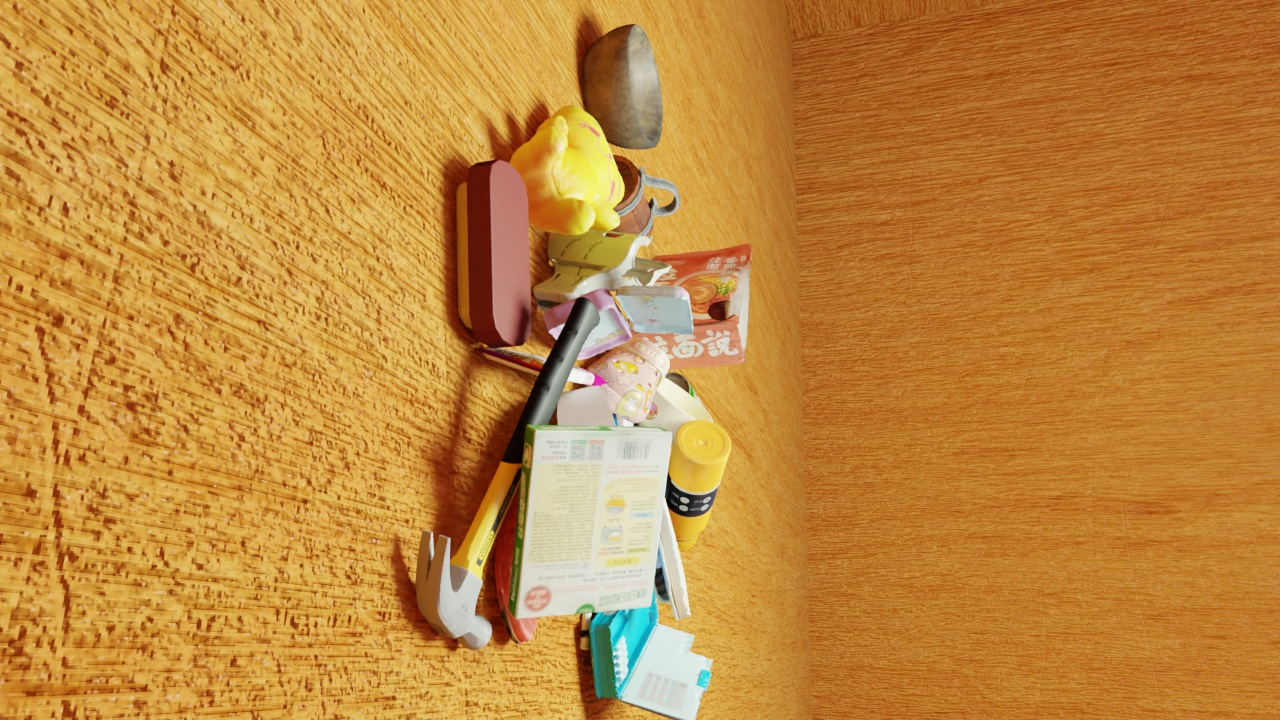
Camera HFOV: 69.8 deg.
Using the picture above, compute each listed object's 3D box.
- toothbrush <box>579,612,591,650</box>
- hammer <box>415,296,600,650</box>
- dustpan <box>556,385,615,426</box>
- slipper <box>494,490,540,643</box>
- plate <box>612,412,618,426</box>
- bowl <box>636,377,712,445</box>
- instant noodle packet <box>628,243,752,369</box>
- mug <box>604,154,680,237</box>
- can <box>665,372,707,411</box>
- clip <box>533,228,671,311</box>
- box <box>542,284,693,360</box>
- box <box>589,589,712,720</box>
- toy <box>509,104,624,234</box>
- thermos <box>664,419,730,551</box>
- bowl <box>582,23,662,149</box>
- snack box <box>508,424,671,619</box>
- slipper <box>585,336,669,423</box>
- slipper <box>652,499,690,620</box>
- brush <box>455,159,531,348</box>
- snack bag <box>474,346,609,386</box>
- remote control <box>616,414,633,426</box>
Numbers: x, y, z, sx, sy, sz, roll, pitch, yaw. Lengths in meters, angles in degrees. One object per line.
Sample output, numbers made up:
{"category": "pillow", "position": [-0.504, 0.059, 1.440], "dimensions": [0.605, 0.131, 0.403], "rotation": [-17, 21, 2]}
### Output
{"category": "toothbrush", "position": [-0.056, 0.246, 1.085], "dimensions": [0.012, 0.017, 0.186], "rotation": [72, 20, -65]}
{"category": "hammer", "position": [-0.106, 0.081, 0.803], "dimensions": [0.322, 0.029, 0.127], "rotation": [-67, 154, -25]}
{"category": "dustpan", "position": [-0.055, 0.126, 0.964], "dimensions": [0.258, 0.053, 0.191], "rotation": [142, -62, -80]}
{"category": "slipper", "position": [-0.088, 0.168, 0.934], "dimensions": [0.248, 0.059, 0.104], "rotation": [-77, 156, -47]}
{"category": "plate", "position": [-0.024, 0.176, 1.116], "dimensions": [0.224, 0.024, 0.224], "rotation": [169, -88, -86]}
{"category": "bowl", "position": [0.033, 0.081, 1.300], "dimensions": [0.074, 0.118, 0.117], "rotation": [-53, 167, 12]}
{"category": "instant noodle packet", "position": [0.080, -0.092, 1.354], "dimensions": [0.220, 0.165, 0.084], "rotation": [-76, 153, -45]}
{"category": "mug", "position": [-0.011, -0.206, 1.179], "dimensions": [0.111, 0.117, 0.081], "rotation": [57, 15, -64]}
{"category": "can", "position": [0.061, 0.073, 1.418], "dimensions": [0.121, 0.067, 0.067], "rotation": [56, 34, -58]}
{"category": "clip", "position": [-0.056, -0.112, 1.014], "dimensions": [0.151, 0.127, 0.105], "rotation": [-24, 118, -47]}
{"category": "box", "position": [-0.017, -0.043, 0.996], "dimensions": [0.214, 0.151, 0.040], "rotation": [60, 21, -81]}
{"category": "box", "position": [0.007, 0.355, 1.140], "dimensions": [0.168, 0.087, 0.227], "rotation": [51, 14, 3]}
{"category": "toy", "position": [-0.079, -0.199, 1.005], "dimensions": [0.134, 0.088, 0.193], "rotation": [60, 22, -18]}
{"category": "thermos", "position": [0.075, 0.181, 1.296], "dimensions": [0.091, 0.076, 0.233], "rotation": [-25, 146, -28]}
{"category": "bowl", "position": [-0.025, -0.363, 1.235], "dimensions": [0.162, 0.070, 0.162], "rotation": [-4, 90, -73]}
{"category": "snack box", "position": [-0.044, 0.140, 0.809], "dimensions": [0.027, 0.131, 0.168], "rotation": [22, -73, 61]}
{"category": "slipper", "position": [-0.007, 0.007, 1.153], "dimensions": [0.082, 0.093, 0.197], "rotation": [-54, -179, 19]}
{"category": "slipper", "position": [0.017, 0.213, 1.199], "dimensions": [0.272, 0.054, 0.115], "rotation": [-104, -177, -46]}
{"category": "brush", "position": [-0.139, -0.098, 0.855], "dimensions": [0.082, 0.042, 0.173], "rotation": [16, 71, -72]}
{"category": "snack bag", "position": [-0.095, 0.006, 0.935], "dimensions": [0.196, 0.070, 0.016], "rotation": [16, 91, -71]}
{"category": "remote control", "position": [-0.020, 0.040, 1.257], "dimensions": [0.043, 0.013, 0.136], "rotation": [44, 44, -65]}
